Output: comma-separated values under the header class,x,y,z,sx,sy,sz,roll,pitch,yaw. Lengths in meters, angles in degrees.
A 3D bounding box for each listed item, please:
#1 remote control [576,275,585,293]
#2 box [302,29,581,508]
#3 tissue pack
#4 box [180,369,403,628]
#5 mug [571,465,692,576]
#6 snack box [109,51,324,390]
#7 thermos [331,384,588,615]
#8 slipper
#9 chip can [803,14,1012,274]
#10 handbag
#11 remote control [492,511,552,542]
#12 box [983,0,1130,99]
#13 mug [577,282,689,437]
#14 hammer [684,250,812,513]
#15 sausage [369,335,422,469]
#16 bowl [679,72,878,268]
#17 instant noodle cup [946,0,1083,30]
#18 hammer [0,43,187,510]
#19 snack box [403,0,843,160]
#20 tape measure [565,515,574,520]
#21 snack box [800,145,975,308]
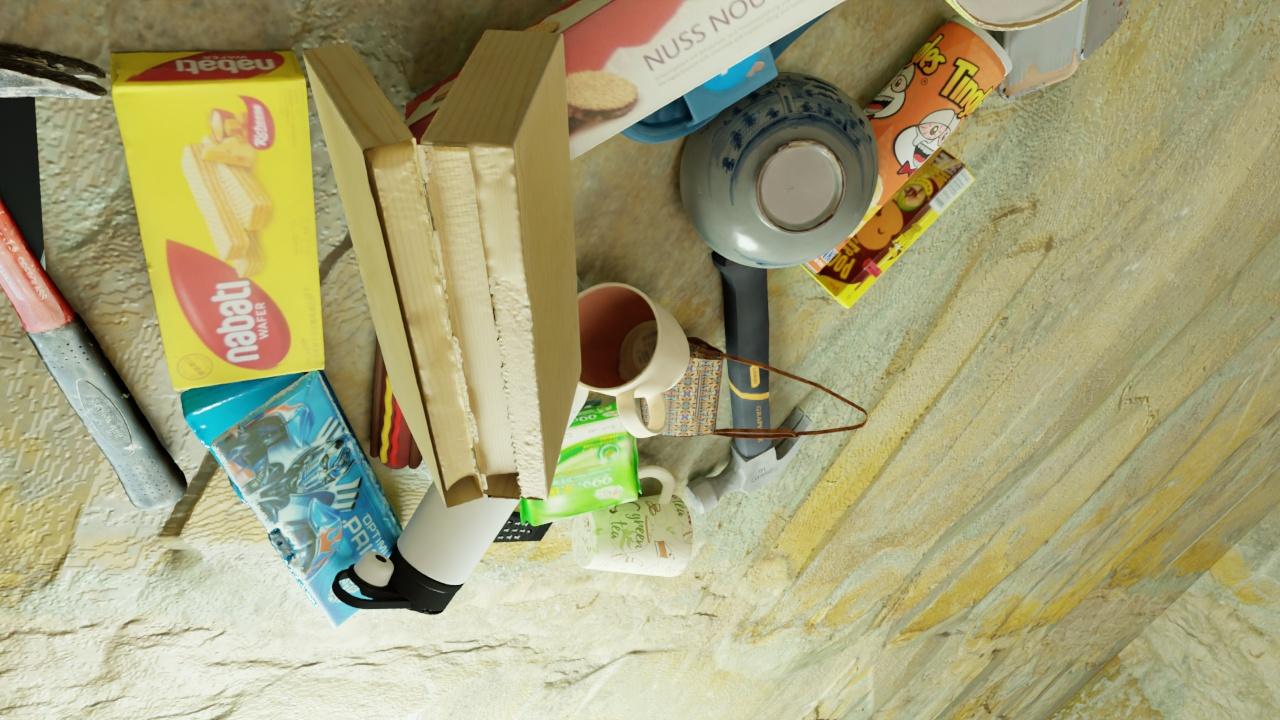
class,x,y,z,sx,sy,sz,roll,pitch,yaw
remote control,-0.082,-0.073,0.656,0.050,0.022,0.133,-34,139,-2
box,-0.102,-0.042,0.527,0.148,0.140,0.249,-3,132,-2
tissue pack,-0.055,0.087,0.794,0.114,0.034,0.100,-12,119,-12
box,-0.241,0.105,0.683,0.090,0.066,0.244,-23,137,-14
mug,-0.005,0.153,0.882,0.097,0.081,0.122,4,120,-27
snack box,-0.240,-0.076,0.535,0.092,0.042,0.201,-9,132,-25
thermos,-0.137,0.094,0.709,0.101,0.068,0.230,27,99,-45
slipper,0.067,-0.216,0.598,0.213,0.059,0.104,-37,141,-1
chip can,0.189,-0.166,0.720,0.210,0.062,0.062,-47,137,13
handbag,0.097,0.029,0.790,0.196,0.043,0.094,7,127,6
remote control,-0.137,0.150,0.834,0.124,0.010,0.039,13,120,-40
box,0.329,-0.320,0.692,0.157,0.063,0.217,-36,139,-16
mug,-0.004,0.004,0.707,0.085,0.111,0.104,-15,168,19
hammer,0.094,0.017,0.849,0.139,0.035,0.313,-26,137,-14
sausage,-0.174,0.019,0.669,0.040,0.040,0.156,-7,131,-28
bowl,0.107,-0.130,0.660,0.150,0.056,0.151,-2,112,-6
instant noodle cup,0.238,-0.287,0.583,0.146,0.097,0.146,-3,137,-3
hammer,-0.330,-0.026,0.529,0.140,0.036,0.327,-18,136,-16
snack box,-0.007,-0.182,0.535,0.273,0.044,0.076,-27,132,12
tape measure,-0.067,0.117,0.845,0.064,0.016,0.065,23,113,-44
snack box,0.206,-0.118,0.777,0.149,0.061,0.025,-47,137,13
